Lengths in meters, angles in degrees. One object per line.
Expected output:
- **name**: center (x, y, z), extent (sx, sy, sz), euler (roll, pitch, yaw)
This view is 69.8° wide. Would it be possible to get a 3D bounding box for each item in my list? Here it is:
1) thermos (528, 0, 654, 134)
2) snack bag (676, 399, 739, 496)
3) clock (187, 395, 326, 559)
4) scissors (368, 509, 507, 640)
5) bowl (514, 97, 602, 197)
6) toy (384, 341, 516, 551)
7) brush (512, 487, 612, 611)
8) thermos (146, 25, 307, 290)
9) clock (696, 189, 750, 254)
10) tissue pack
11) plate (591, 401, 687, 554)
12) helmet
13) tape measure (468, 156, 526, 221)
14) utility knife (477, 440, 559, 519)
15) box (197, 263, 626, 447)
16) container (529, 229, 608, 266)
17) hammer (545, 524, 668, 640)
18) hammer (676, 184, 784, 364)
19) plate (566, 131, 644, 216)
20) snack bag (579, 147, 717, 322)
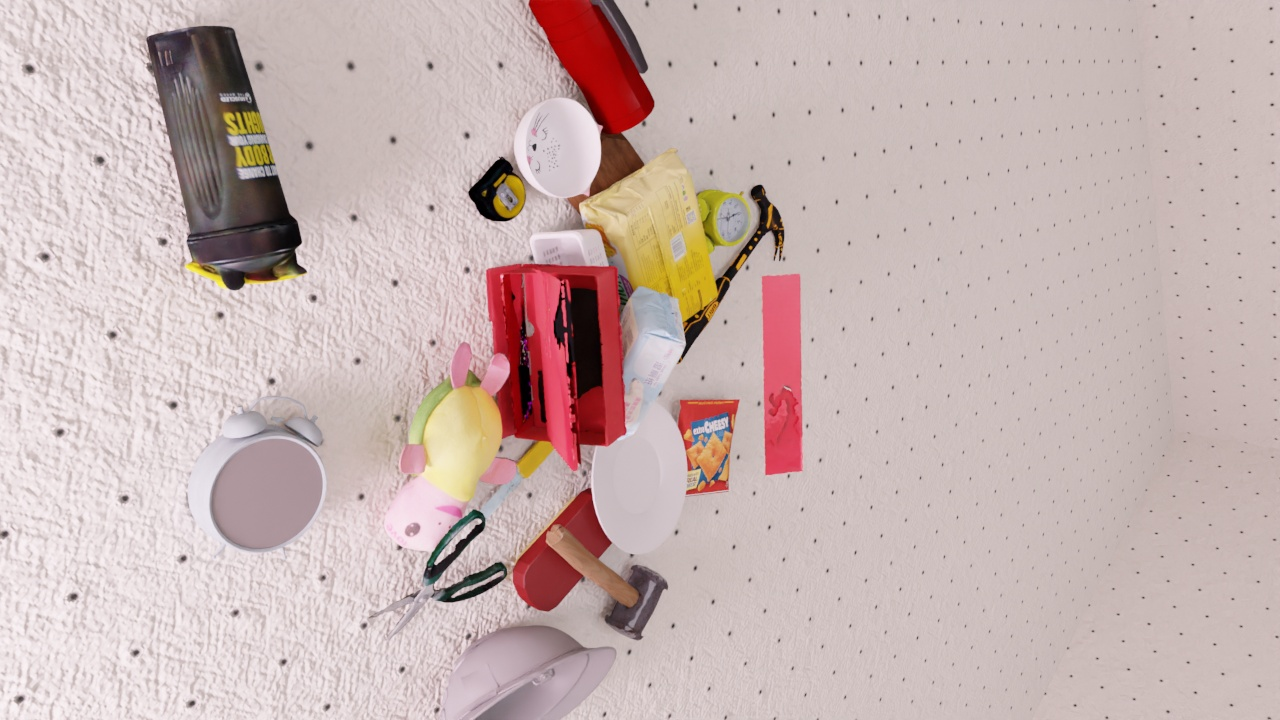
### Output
- **thermos**: center (-0.049, -0.369, 1.072), extent (0.083, 0.108, 0.199), euler (-53, 132, -25)
- **snack bag**: center (0.095, 0.129, 1.364), extent (0.130, 0.039, 0.144), euler (2, 96, -44)
- **clock**: center (-0.368, 0.113, 0.897), extent (0.122, 0.045, 0.159), euler (13, 90, -46)
- **scissors**: center (-0.211, 0.249, 1.059), extent (0.202, 0.015, 0.204), euler (-49, 154, 11)
- **bowl**: center (-0.105, -0.249, 1.080), extent (0.114, 0.051, 0.115), euler (-11, 106, -43)
- **toy**: center (-0.210, 0.098, 1.021), extent (0.190, 0.088, 0.238), euler (16, 91, -61)
- **brush**: center (-0.099, 0.242, 1.193), extent (0.173, 0.042, 0.082), euler (-45, 127, -29)
- **thermos**: center (-0.368, -0.174, 0.809), extent (0.097, 0.098, 0.221), euler (-22, 110, -40)
- **clock**: center (0.102, -0.195, 1.295), extent (0.118, 0.057, 0.083), euler (-26, 116, -32)
- **tissue pack**: center (-0.007, 0.007, 1.143), extent (0.070, 0.112, 0.182), euler (17, 122, -19)
- **plate**: center (-0.002, 0.156, 1.243), extent (0.208, 0.015, 0.208), euler (5, 84, -52)
- **helmet**: center (-0.166, 0.384, 1.110), extent (0.270, 0.117, 0.184), euler (-18, 141, -36)
- **tape measure**: center (-0.160, -0.190, 1.050), extent (0.061, 0.034, 0.061), euler (-55, 133, -21)
- **utility knife**: center (-0.130, 0.117, 1.153), extent (0.224, 0.019, 0.030), euler (-50, 123, -32)
- **box**: center (-0.256, 0.005, 1.065), extent (0.478, 0.171, 0.214), euler (-5, 105, -12)
- **container**: center (-0.077, -0.103, 1.123), extent (0.049, 0.081, 0.129), euler (-41, 125, -45)
- **hammer**: center (-0.047, 0.281, 1.191), extent (0.098, 0.052, 0.328), euler (-61, 148, -17)
- **hammer**: center (0.125, -0.114, 1.353), extent (0.319, 0.036, 0.123), euler (-54, 131, -26)
- **plate**: center (-0.039, -0.233, 1.168), extent (0.131, 0.025, 0.131), euler (-11, 106, -43)
- **snack bag**: center (0.022, -0.136, 1.191), extent (0.159, 0.068, 0.247), euler (-40, 132, -27)
